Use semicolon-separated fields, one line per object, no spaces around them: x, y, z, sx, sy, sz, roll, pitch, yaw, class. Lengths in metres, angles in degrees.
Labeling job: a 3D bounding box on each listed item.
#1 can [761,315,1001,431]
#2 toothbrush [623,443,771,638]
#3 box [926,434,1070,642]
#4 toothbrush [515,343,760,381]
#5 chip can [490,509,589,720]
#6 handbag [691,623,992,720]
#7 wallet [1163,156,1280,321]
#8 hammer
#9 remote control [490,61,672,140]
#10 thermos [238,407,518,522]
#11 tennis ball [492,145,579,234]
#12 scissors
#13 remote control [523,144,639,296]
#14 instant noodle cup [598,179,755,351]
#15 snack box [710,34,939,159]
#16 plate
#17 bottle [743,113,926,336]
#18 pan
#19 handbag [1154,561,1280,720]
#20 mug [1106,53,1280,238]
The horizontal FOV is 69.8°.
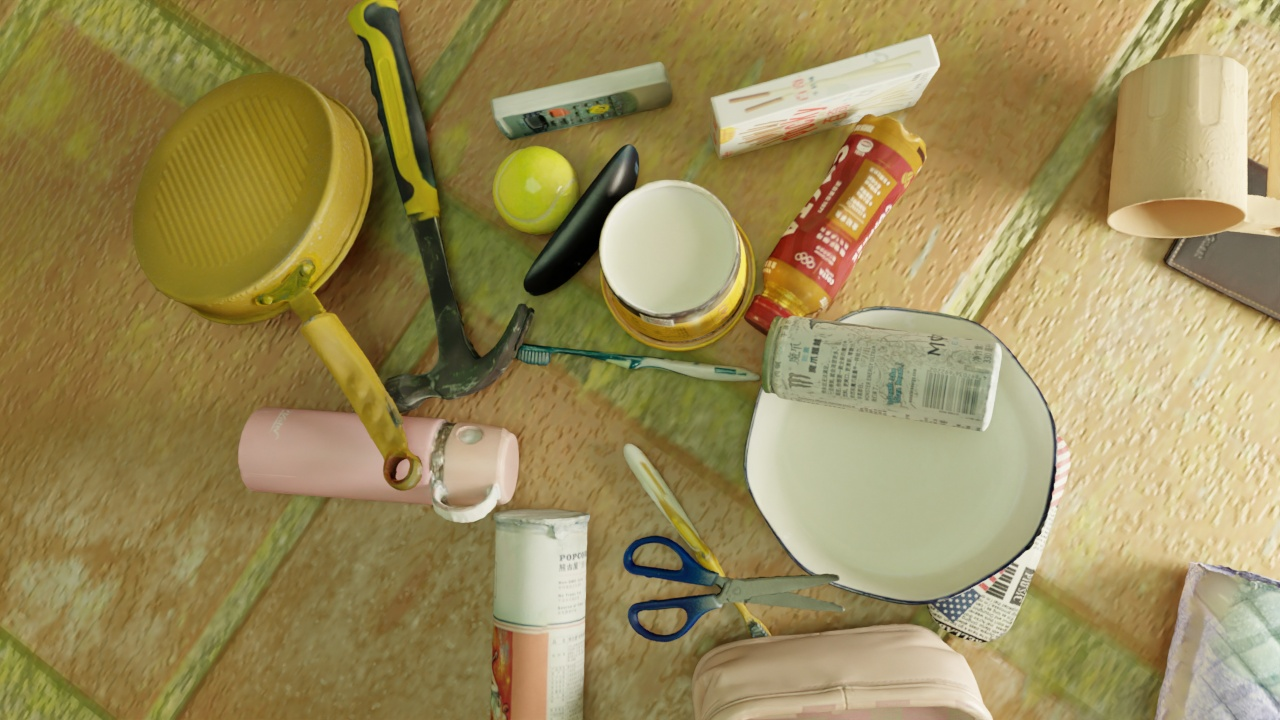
0.158;0.007;0.607;0.147;0.058;0.058;9;87;20;can
0.044;0.141;0.686;0.016;0.018;0.191;-35;86;0;toothbrush
0.255;0.120;0.660;0.069;0.052;0.164;22;87;20;box
-0.004;0.004;0.702;0.192;0.016;0.018;7;97;6;toothbrush
-0.074;0.219;0.666;0.071;0.071;0.214;0;86;5;chip can
0.138;0.310;0.641;0.193;0.093;0.234;-4;100;2;handbag
0.458;-0.082;0.662;0.122;0.020;0.096;30;90;9;wallet
-0.170;-0.130;0.715;0.126;0.032;0.323;-16;83;11;hammer
-0.043;-0.196;0.698;0.135;0.056;0.019;-11;86;4;remote control
-0.194;0.080;0.682;0.199;0.087;0.067;5;128;6;thermos
-0.079;-0.128;0.692;0.065;0.065;0.065;0;86;5;tennis ball
0.059;0.154;0.655;0.173;0.012;0.132;-39;70;23;scissors
-0.039;-0.101;0.692;0.024;0.053;0.136;36;90;15;remote control
0.024;-0.069;0.654;0.118;0.114;0.118;0;87;6;instant noodle cup
0.129;-0.189;0.666;0.157;0.084;0.027;-15;86;5;snack box
0.179;0.065;0.644;0.205;0.045;0.204;-4;78;17;plate
0.139;-0.093;0.673;0.057;0.057;0.175;33;90;7;bottle
-0.253;-0.059;0.679;0.198;0.078;0.357;-35;65;8;pan
0.421;0.245;0.616;0.134;0.075;0.194;15;86;11;handbag
0.394;-0.144;0.637;0.125;0.084;0.103;7;82;5;mug
